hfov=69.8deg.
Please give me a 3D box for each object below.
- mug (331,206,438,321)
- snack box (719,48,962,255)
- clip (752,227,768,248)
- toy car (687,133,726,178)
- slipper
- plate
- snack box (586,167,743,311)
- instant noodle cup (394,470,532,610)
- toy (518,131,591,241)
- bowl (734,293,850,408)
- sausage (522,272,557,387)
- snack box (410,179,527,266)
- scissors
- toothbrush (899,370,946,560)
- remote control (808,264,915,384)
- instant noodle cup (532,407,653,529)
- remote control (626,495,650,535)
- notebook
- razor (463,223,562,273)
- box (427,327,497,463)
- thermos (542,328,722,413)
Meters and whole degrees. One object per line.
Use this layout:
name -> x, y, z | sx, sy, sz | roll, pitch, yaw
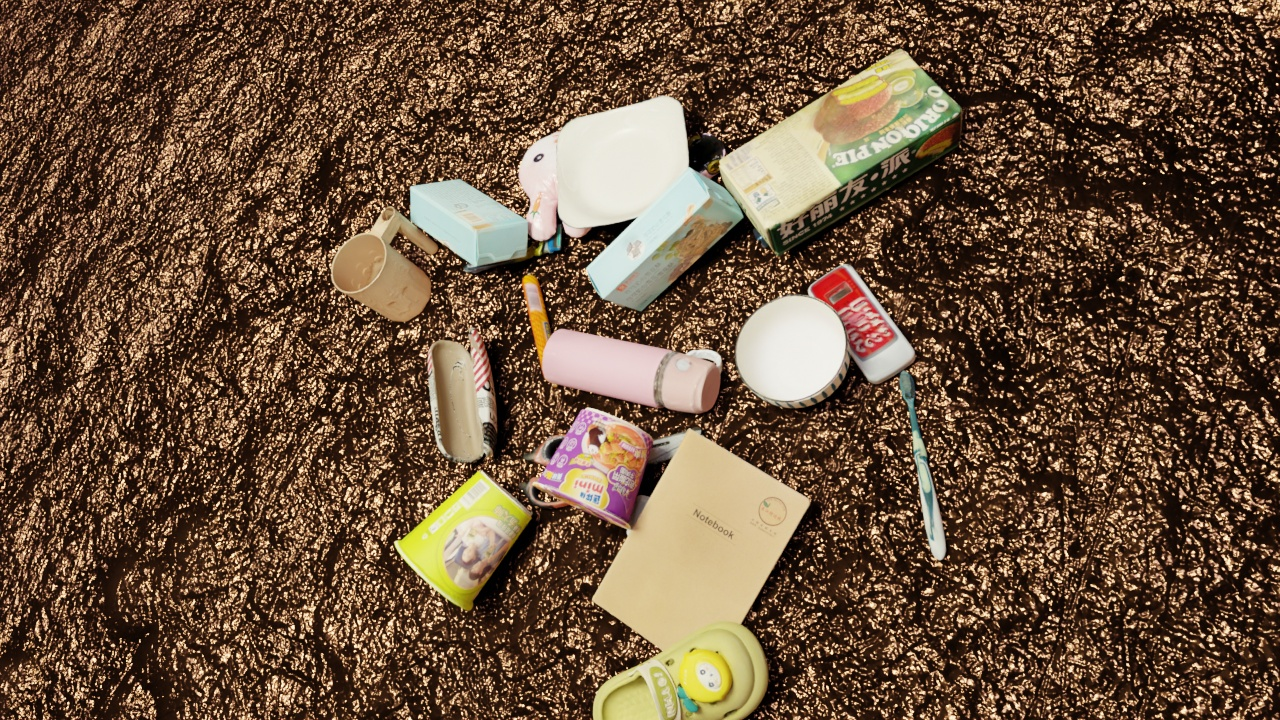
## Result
mug -> -0.324, -0.122, 1.190 | 0.084, 0.103, 0.124 | 24, 81, 29
snack box -> 0.216, -0.227, 1.001 | 0.240, 0.063, 0.114 | -32, 61, 2
clip -> 0.155, -0.154, 1.038 | 0.058, 0.026, 0.038 | -37, 57, 5
toy car -> 0.050, -0.222, 1.104 | 0.122, 0.037, 0.056 | -35, 62, 4
slipper -> 0.030, 0.320, 0.870 | 0.191, 0.081, 0.091 | -31, 74, 17
plate -> -0.020, -0.229, 1.090 | 0.164, 0.034, 0.163 | -10, 64, 15
snack box -> 0.026, -0.132, 1.031 | 0.175, 0.074, 0.051 | -42, 60, 23
instant noodle cup -> -0.187, 0.192, 1.013 | 0.112, 0.112, 0.123 | 36, 79, 30
toy -> -0.095, -0.224, 1.154 | 0.121, 0.054, 0.159 | -5, 65, 13
bowl -> 0.162, -0.003, 0.950 | 0.117, 0.066, 0.116 | -9, 67, 22
sausage -> -0.121, -0.039, 1.115 | 0.021, 0.021, 0.165 | -23, 63, 14
snack box -> -0.219, -0.177, 1.161 | 0.175, 0.074, 0.052 | 35, 129, 40
scissors -> -0.035, 0.100, 1.026 | 0.185, 0.015, 0.208 | 40, 90, 30
toothbrush -> 0.273, 0.097, 0.890 | 0.016, 0.018, 0.191 | -12, 66, 19
remote control -> 0.230, -0.040, 0.961 | 0.056, 0.020, 0.136 | -33, 60, 8
instant noodle cup -> -0.043, 0.110, 0.961 | 0.112, 0.111, 0.099 | 19, 78, 28
remote control -> 0.046, 0.175, 0.957 | 0.125, 0.024, 0.049 | 8, 76, 25
notebook -> 0.058, 0.194, 0.928 | 0.148, 0.008, 0.207 | 30, 92, 22
razor -> -0.161, -0.133, 1.170 | 0.143, 0.022, 0.042 | -16, 50, 17
box -> -0.217, 0.045, 1.098 | 0.087, 0.076, 0.162 | -13, 66, -3
thermos -> -0.006, 0.006, 1.027 | 0.199, 0.067, 0.087 | 10, 45, 27
